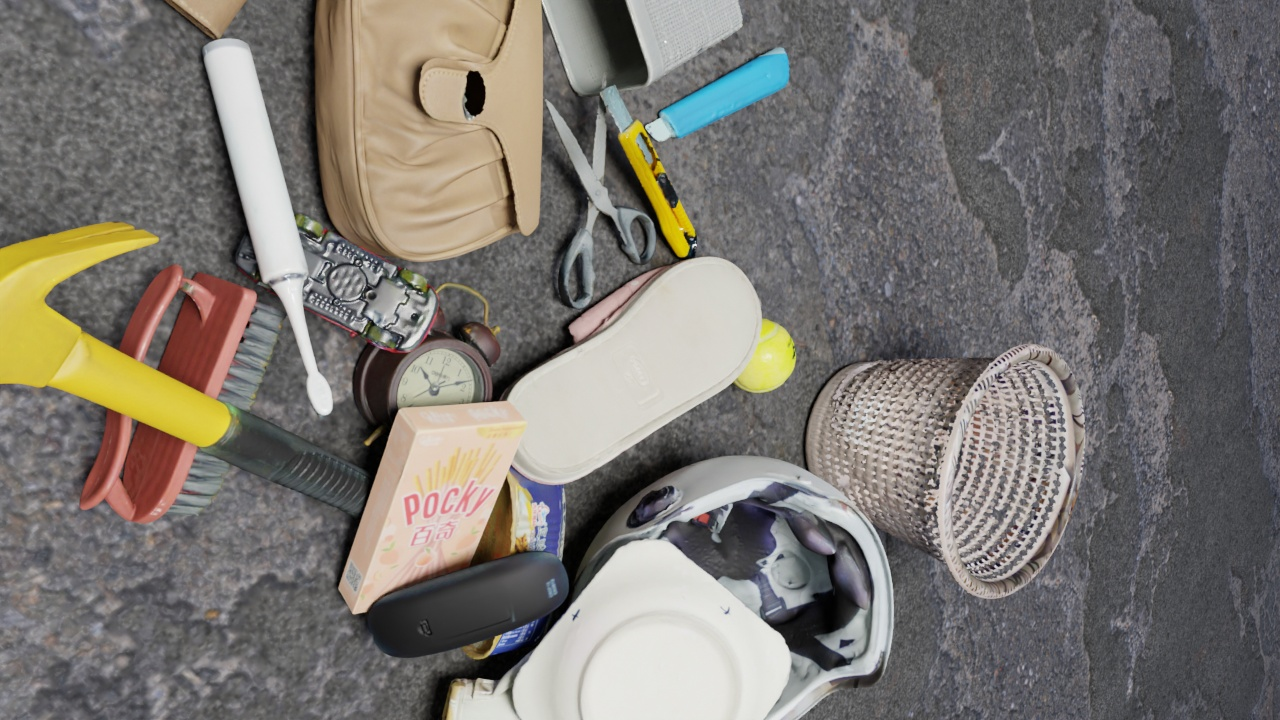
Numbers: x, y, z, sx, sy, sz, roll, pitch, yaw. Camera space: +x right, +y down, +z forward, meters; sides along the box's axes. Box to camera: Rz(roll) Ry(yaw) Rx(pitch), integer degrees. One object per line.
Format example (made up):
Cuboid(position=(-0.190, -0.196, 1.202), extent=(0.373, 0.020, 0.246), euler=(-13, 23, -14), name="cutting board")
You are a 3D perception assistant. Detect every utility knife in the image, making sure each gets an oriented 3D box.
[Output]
Cuboid(position=(0.067, -0.219, 0.767), extent=(0.161, 0.018, 0.034), euler=(-33, 114, -27), name="utility knife")
Cuboid(position=(0.011, -0.138, 0.702), extent=(0.192, 0.015, 0.033), euler=(55, 46, -51), name="utility knife")

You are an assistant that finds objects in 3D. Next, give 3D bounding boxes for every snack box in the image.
Cuboid(position=(-0.139, 0.098, 0.611), extent=(0.084, 0.026, 0.158), euler=(-2, 127, -44), name="snack box")

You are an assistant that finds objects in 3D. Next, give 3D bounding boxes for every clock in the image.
Cuboid(position=(-0.140, 0.006, 0.619), extent=(0.082, 0.055, 0.122), euler=(25, 85, -38), name="clock")

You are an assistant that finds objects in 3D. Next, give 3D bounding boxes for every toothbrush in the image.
Cuboid(position=(-0.208, -0.075, 0.521), extent=(0.026, 0.026, 0.221), euler=(-14, 86, -29), name="toothbrush")

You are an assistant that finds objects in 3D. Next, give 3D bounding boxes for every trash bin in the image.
Cuboid(position=(0.275, 0.086, 0.872), extent=(0.227, 0.192, 0.227), euler=(-8, 103, -37), name="trash bin")

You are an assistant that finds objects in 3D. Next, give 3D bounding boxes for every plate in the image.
Cuboid(position=(0.012, 0.225, 0.633), extent=(0.164, 0.034, 0.163), euler=(40, 87, -9), name="plate")

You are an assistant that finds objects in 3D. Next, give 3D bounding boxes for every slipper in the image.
Cuboid(position=(-0.004, 0.004, 0.713), extent=(0.273, 0.055, 0.114), euler=(-37, 94, -36), name="slipper")

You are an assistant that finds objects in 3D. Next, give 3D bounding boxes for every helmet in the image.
Cuboid(position=(0.062, 0.176, 0.743), extent=(0.259, 0.145, 0.229), euler=(-24, 109, 5), name="helmet")

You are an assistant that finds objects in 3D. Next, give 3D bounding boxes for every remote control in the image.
Cuboid(position=(-0.114, 0.165, 0.611), extent=(0.136, 0.024, 0.053), euler=(-17, 104, -3), name="remote control")

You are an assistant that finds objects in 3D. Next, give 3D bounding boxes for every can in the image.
Cuboid(position=(-0.097, 0.140, 0.668), extent=(0.049, 0.075, 0.148), euler=(2, 98, -42), name="can")

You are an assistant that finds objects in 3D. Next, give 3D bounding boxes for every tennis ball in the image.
Cuboid(position=(0.103, -0.004, 0.803), extent=(0.065, 0.065, 0.065), euler=(-8, 103, -37), name="tennis ball")

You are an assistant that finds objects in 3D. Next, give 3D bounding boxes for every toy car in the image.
Cuboid(position=(-0.183, -0.048, 0.563), extent=(0.120, 0.045, 0.053), euler=(29, 80, -12), name="toy car")

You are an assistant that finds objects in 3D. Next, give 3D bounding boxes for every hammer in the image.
Cuboid(position=(-0.227, 0.034, 0.490), extent=(0.128, 0.033, 0.301), euler=(-63, 154, -14), name="hammer")

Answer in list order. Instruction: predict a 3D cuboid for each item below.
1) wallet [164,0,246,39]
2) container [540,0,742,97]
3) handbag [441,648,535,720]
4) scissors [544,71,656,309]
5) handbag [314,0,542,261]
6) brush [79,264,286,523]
Cuboid(position=(-0.241, -0.252, 0.510), extent=(0.090, 0.033, 0.115), euler=(37, 76, -34), name="wallet")
Cuboid(position=(0.005, -0.258, 0.667), extent=(0.114, 0.090, 0.090), euler=(-37, 119, -31), name="container")
Cuboid(position=(-0.063, 0.270, 0.664), extent=(0.163, 0.063, 0.179), euler=(9, 106, -9), name="handbag")
Cuboid(position=(-0.033, -0.118, 0.682), extent=(0.178, 0.014, 0.159), euler=(25, 90, -53), name="scissors")
Cuboid(position=(-0.123, -0.164, 0.574), extent=(0.147, 0.100, 0.204), euler=(-9, 105, -41), name="handbag")
Cuboid(position=(-0.264, 0.022, 0.521), extent=(0.069, 0.063, 0.145), euler=(23, 85, -51), name="brush")
